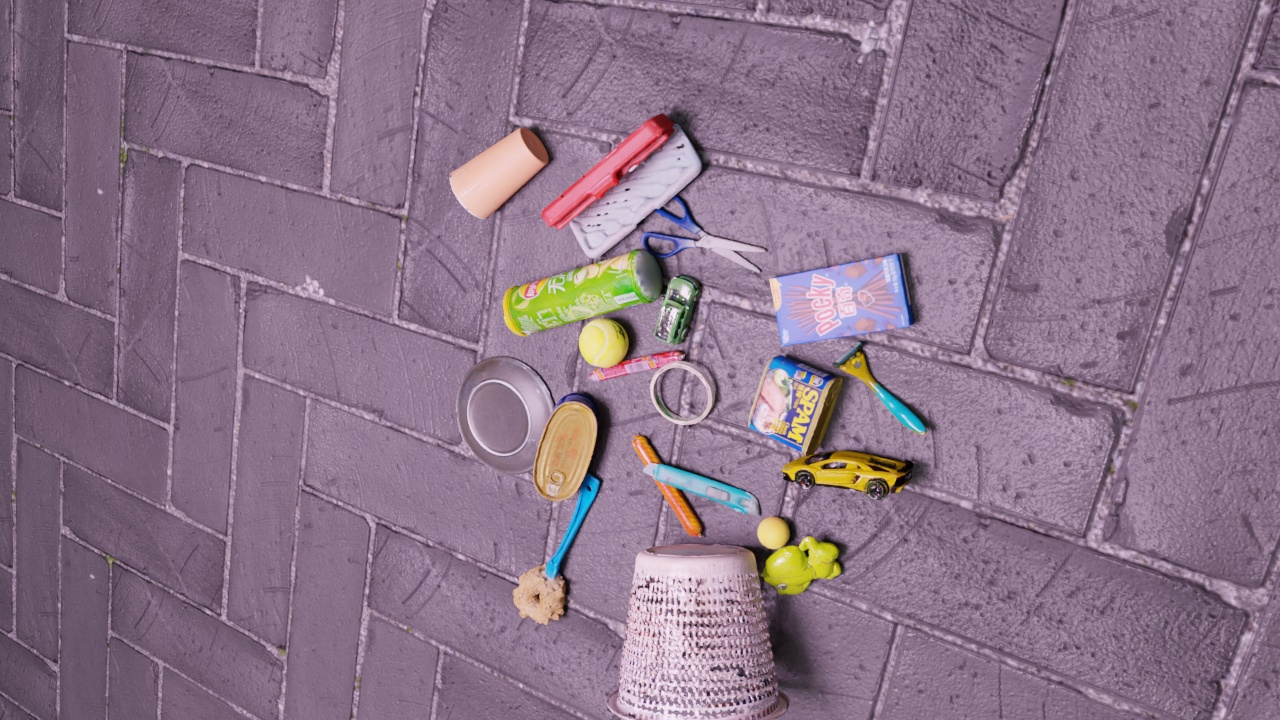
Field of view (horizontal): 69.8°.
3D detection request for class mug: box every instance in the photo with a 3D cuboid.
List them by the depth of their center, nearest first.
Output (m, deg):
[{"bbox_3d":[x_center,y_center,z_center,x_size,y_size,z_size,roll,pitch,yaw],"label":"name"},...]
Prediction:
[{"bbox_3d":[-0.188,-0.258,1.247,0.123,0.078,0.078,-31,84,23],"label":"mug"}]

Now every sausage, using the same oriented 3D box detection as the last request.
[{"bbox_3d":[-0.007,0.007,1.225,0.156,0.020,0.020,-13,93,29],"label":"sausage"},{"bbox_3d":[0.035,0.168,1.230,0.021,0.021,0.165,-37,82,27],"label":"sausage"}]

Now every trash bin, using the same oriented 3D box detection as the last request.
[{"bbox_3d":[0.070,0.334,1.147,0.228,0.227,0.192,-4,84,28],"label":"trash bin"}]

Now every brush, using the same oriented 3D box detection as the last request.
[{"bbox_3d":[-0.114,0.273,1.321,0.083,0.045,0.255,32,108,24],"label":"brush"}]

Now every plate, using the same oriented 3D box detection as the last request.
[{"bbox_3d":[-0.203,0.082,1.339,0.180,0.024,0.179,5,100,27],"label":"plate"}]

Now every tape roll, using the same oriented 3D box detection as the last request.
[{"bbox_3d":[0.054,0.042,1.192,0.086,0.013,0.086,9,115,21],"label":"tape roll"}]

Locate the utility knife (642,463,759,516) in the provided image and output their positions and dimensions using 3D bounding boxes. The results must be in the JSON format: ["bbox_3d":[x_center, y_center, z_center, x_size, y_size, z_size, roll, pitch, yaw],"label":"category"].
[{"bbox_3d":[0.080,0.167,1.199,0.164,0.013,0.029,17,92,16],"label":"utility knife"}]

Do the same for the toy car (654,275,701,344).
[{"bbox_3d":[0.045,-0.064,1.178,0.043,0.036,0.091,24,105,24],"label":"toy car"}]

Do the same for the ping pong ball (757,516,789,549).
[{"bbox_3d":[0.168,0.218,1.158,0.040,0.040,0.040,5,101,27],"label":"ping pong ball"}]

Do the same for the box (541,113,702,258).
[{"bbox_3d":[-0.018,-0.214,1.164,0.202,0.095,0.098,-36,98,26],"label":"box"}]

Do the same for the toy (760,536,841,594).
[{"bbox_3d":[0.199,0.256,1.146,0.100,0.031,0.097,-5,122,12],"label":"toy"}]

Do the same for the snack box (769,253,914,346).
[{"bbox_3d":[0.235,-0.070,1.081,0.157,0.026,0.084,-9,95,29],"label":"snack box"}]

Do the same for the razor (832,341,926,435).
[{"bbox_3d":[0.285,0.038,1.073,0.043,0.028,0.132,-41,74,-5],"label":"razor"}]

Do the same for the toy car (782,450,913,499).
[{"bbox_3d":[0.242,0.131,1.087,0.156,0.071,0.041,3,101,28],"label":"toy car"}]

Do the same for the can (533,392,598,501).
[{"bbox_3d":[-0.102,0.118,1.263,0.074,0.049,0.148,16,105,-2],"label":"can"}]

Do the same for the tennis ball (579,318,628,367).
[{"bbox_3d":[-0.049,-0.023,1.216,0.066,0.065,0.065,5,101,27],"label":"tennis ball"}]

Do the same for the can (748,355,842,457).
[{"bbox_3d":[0.186,0.053,1.112,0.083,0.057,0.102,24,108,25],"label":"can"}]

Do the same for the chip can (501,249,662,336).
[{"bbox_3d":[-0.077,-0.089,1.216,0.222,0.072,0.072,-13,93,29],"label":"chip can"}]

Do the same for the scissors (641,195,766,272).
[{"bbox_3d":[0.078,-0.162,1.157,0.171,0.012,0.141,-11,94,28],"label":"scissors"}]
